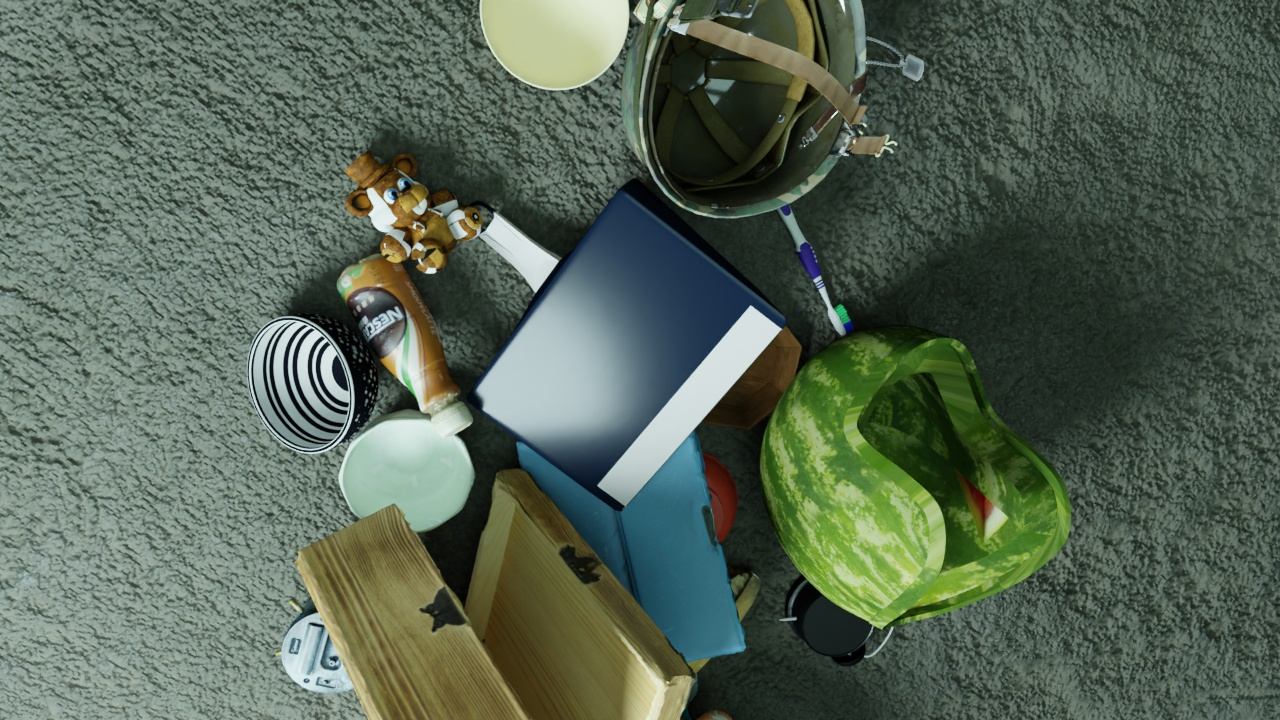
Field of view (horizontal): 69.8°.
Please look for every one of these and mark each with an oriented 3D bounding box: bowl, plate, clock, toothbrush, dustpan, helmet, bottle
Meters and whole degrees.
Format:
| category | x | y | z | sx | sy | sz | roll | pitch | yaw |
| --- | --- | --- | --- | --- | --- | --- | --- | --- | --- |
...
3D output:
| category | x | y | z | sx | sy | sz | roll | pitch | yaw |
| --- | --- | --- | --- | --- | --- | --- | --- | --- | --- |
| bowl | 0.042 | 0.151 | 0.912 | 0.122 | 0.035 | 0.122 | -2 | 105 | -8 |
| plate | 0.088 | 0.001 | 0.884 | 0.131 | 0.025 | 0.131 | -2 | 105 | -8 |
| clock | -0.282 | 0.274 | 0.887 | 0.129 | 0.052 | 0.090 | 17 | 101 | -12 |
| clock | 0.211 | 0.270 | 0.964 | 0.120 | 0.042 | 0.091 | 31 | 98 | -15 |
| toothbrush | 0.158 | -0.102 | 0.874 | 0.016 | 0.015 | 0.187 | -32 | 106 | -5 |
| dustpan | -0.052 | -0.043 | 0.799 | 0.273 | 0.080 | 0.237 | 37 | 112 | -5 |
| helmet | 0.086 | -0.223 | 0.714 | 0.192 | 0.236 | 0.225 | 26 | 110 | -29 |
| bowl | -0.213 | 0.094 | 0.842 | 0.117 | 0.061 | 0.117 | -4 | 112 | -11 |
| bottle | -0.199 | -0.011 | 0.796 | 0.059 | 0.059 | 0.167 | -31 | 87 | 0 |
| bowl | -0.073 | -0.284 | 0.760 | 0.118 | 0.074 | 0.118 | -2 | 105 | -8 |
| bowl | -0.276 | 0.015 | 0.806 | 0.120 | 0.066 | 0.120 | 6 | 104 | 25 |
| helmet | 0.219 | 0.101 | 0.822 | 0.212 | 0.247 | 0.244 | -4 | 149 | -31 |

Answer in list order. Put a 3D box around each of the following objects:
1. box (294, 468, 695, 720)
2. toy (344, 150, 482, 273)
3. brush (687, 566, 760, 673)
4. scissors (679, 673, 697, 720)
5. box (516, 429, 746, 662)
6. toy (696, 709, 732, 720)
| category | x | y | z | sx | sy | sz | roll | pitch | yaw |
| --- | --- | --- | --- | --- | --- | --- | --- | --- | --- |
| box | -0.114 | 0.281 | 0.777 | 0.220 | 0.279 | 0.259 | -26 | 131 | -25 |
| toy | -0.201 | -0.130 | 0.786 | 0.112 | 0.067 | 0.087 | 48 | 59 | -15 |
| brush | 0.048 | 0.285 | 0.936 | 0.043 | 0.059 | 0.195 | 42 | 93 | -8 |
| scissors | 0.031 | 0.393 | 0.987 | 0.127 | 0.012 | 0.137 | -20 | 108 | -4 |
| box | -0.012 | 0.166 | 0.841 | 0.175 | 0.033 | 0.231 | -15 | 86 | 9 |
| toy | 0.015 | 0.485 | 0.886 | 0.280 | 0.266 | 0.262 | -37 | 79 | -7 |
